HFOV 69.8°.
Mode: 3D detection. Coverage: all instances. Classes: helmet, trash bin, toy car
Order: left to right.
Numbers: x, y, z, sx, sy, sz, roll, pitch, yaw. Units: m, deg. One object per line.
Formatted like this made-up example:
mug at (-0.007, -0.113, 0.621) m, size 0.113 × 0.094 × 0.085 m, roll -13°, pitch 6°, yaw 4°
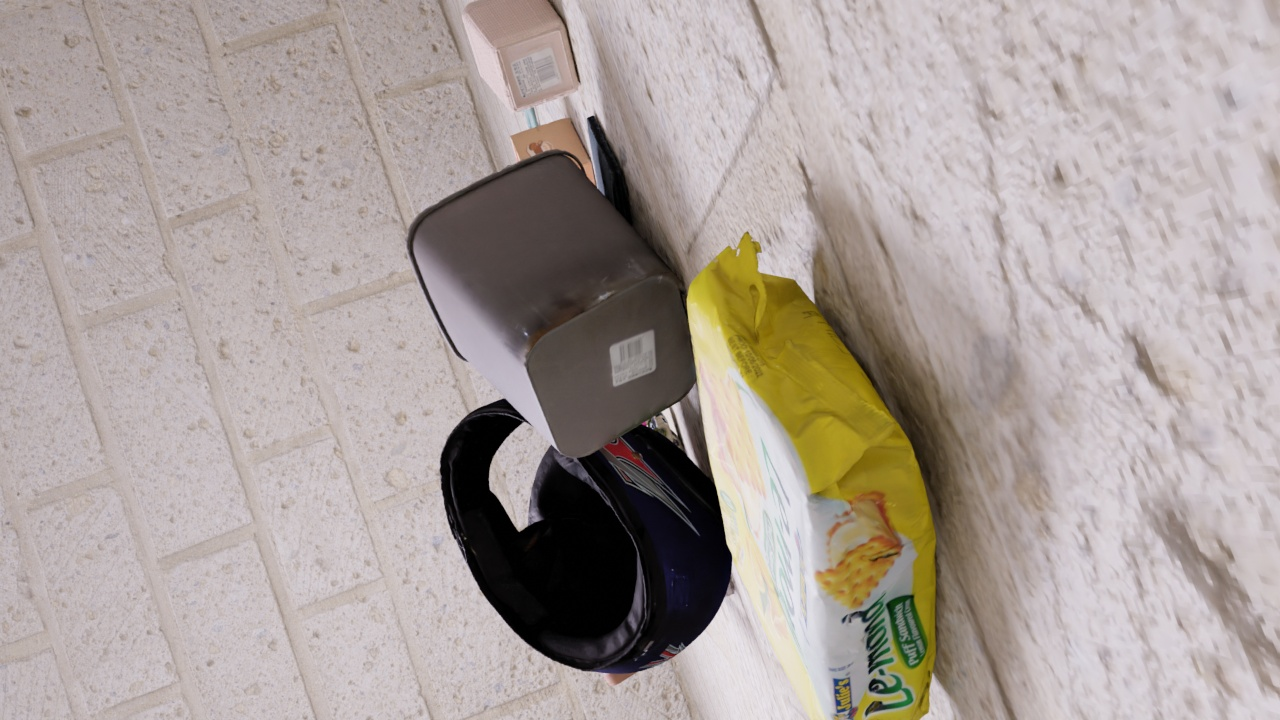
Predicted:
trash bin at (-0.072, -0.050, 0.850) m, size 0.220 × 0.198 × 0.199 m, roll 44°, pitch 158°, yaw 44°
helmet at (-0.043, 0.170, 0.981) m, size 0.315 × 0.248 × 0.240 m, roll 52°, pitch -158°, yaw 12°
toy car at (0.032, 0.104, 1.135) m, size 0.042 × 0.035 × 0.090 m, roll -128°, pitch 20°, yaw -67°

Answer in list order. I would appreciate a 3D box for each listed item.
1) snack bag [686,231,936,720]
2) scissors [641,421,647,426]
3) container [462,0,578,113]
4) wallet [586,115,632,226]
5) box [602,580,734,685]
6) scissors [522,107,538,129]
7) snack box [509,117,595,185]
snack bag at (0.086, 0.073, 0.455) m, size 0.158 × 0.068 × 0.247 m, roll -116°, pitch 9°, yaw -50°
scissors at (-0.029, 0.126, 1.343) m, size 0.017 × 0.137 × 0.072 m, roll 45°, pitch 175°, yaw -31°
container at (-0.122, -0.321, 0.951) m, size 0.111 × 0.090 × 0.090 m, roll -120°, pitch 12°, yaw -47°
wallet at (-0.032, -0.175, 0.935) m, size 0.121 × 0.019 × 0.097 m, roll 81°, pitch 168°, yaw -51°
box at (0.006, 0.267, 1.185) m, size 0.158 × 0.217 × 0.180 m, roll 59°, pitch 177°, yaw -8°
scissors at (-0.188, -0.433, 1.480) m, size 0.179 × 0.019 × 0.161 m, roll 95°, pitch 155°, yaw -72°
snack box at (-0.102, -0.221, 1.113) m, size 0.094 × 0.077 × 0.092 m, roll 80°, pitch 169°, yaw -53°
